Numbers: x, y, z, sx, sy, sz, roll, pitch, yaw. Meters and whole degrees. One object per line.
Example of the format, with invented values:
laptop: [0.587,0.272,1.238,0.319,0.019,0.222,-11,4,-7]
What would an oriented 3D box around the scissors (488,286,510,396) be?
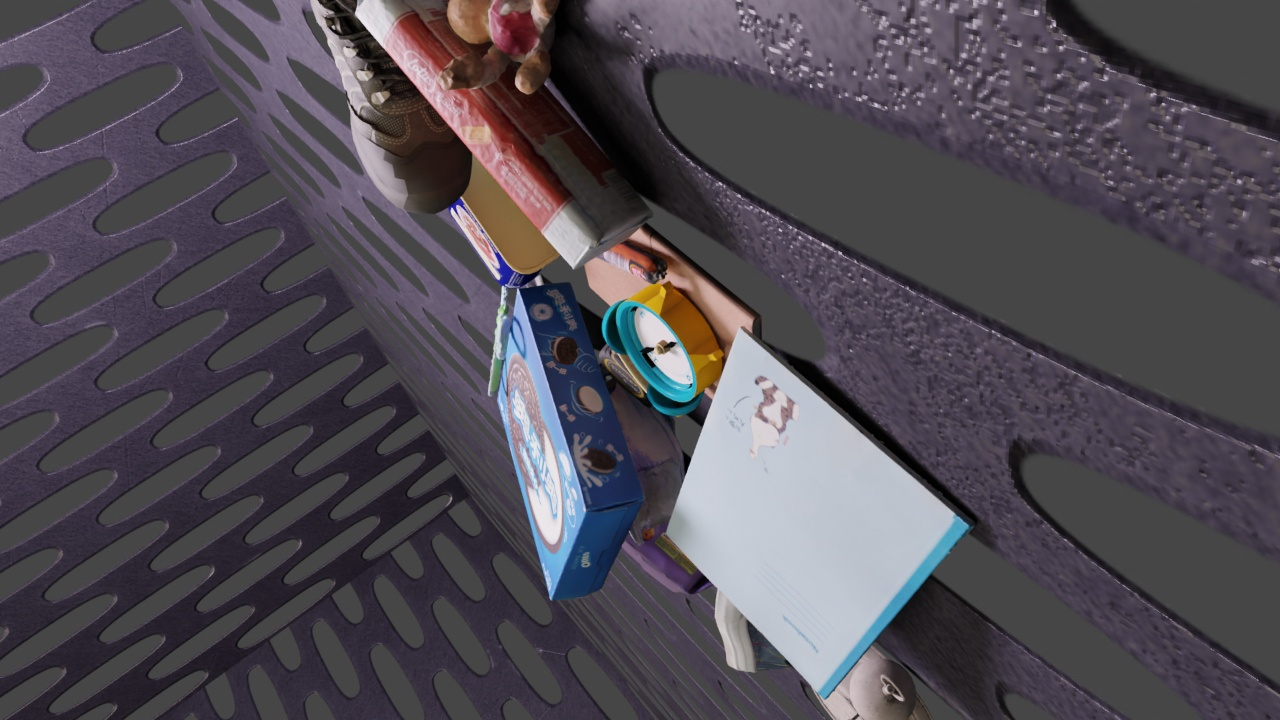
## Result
scissors: [-0.135,-0.045,0.913,0.172,0.023,0.171,-114,29,-79]

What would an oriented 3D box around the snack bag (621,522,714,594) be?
snack bag: [-0.004,0.185,1.028,0.205,0.058,0.096,40,164,1]

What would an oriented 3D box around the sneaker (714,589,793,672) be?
sneaker: [0.117,0.217,0.810,0.079,0.087,0.236,12,141,18]

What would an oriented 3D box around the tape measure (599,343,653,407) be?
tape measure: [-0.005,0.005,0.787,0.062,0.034,0.061,39,163,15]

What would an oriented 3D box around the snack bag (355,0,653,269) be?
snack bag: [-0.088,-0.161,0.600,0.225,0.077,0.041,48,130,4]

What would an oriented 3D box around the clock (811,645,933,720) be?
clock: [0.188,0.280,0.755,0.103,0.061,0.157,48,164,20]

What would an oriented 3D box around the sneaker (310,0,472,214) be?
sneaker: [-0.179,-0.236,0.674,0.238,0.101,0.143,68,163,1]

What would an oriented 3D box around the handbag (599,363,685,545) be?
handbag: [0.000,0.089,0.890,0.159,0.069,0.126,82,165,-54]

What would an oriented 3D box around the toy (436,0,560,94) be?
toy: [-0.088,-0.213,0.553,0.106,0.074,0.085,-114,25,-55]

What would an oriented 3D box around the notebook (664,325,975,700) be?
notebook: [0.102,0.116,0.631,0.181,0.009,0.254,43,144,24]

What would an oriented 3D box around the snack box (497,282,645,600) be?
snack box: [-0.075,0.078,0.865,0.196,0.056,0.238,111,146,-52]

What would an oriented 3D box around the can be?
can: [-0.124,-0.124,0.821,0.116,0.056,0.092,55,164,-3]

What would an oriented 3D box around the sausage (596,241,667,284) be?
sausage: [-0.022,-0.080,0.663,0.155,0.020,0.020,30,151,53]

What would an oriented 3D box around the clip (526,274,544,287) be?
clip: [-0.103,-0.050,0.941,0.055,0.045,0.102,58,169,33]

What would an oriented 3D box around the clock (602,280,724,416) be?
clock: [0.016,-0.008,0.668,0.099,0.043,0.130,53,156,3]

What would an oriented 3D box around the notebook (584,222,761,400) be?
notebook: [0.016,-0.046,0.680,0.209,0.008,0.141,43,160,32]
